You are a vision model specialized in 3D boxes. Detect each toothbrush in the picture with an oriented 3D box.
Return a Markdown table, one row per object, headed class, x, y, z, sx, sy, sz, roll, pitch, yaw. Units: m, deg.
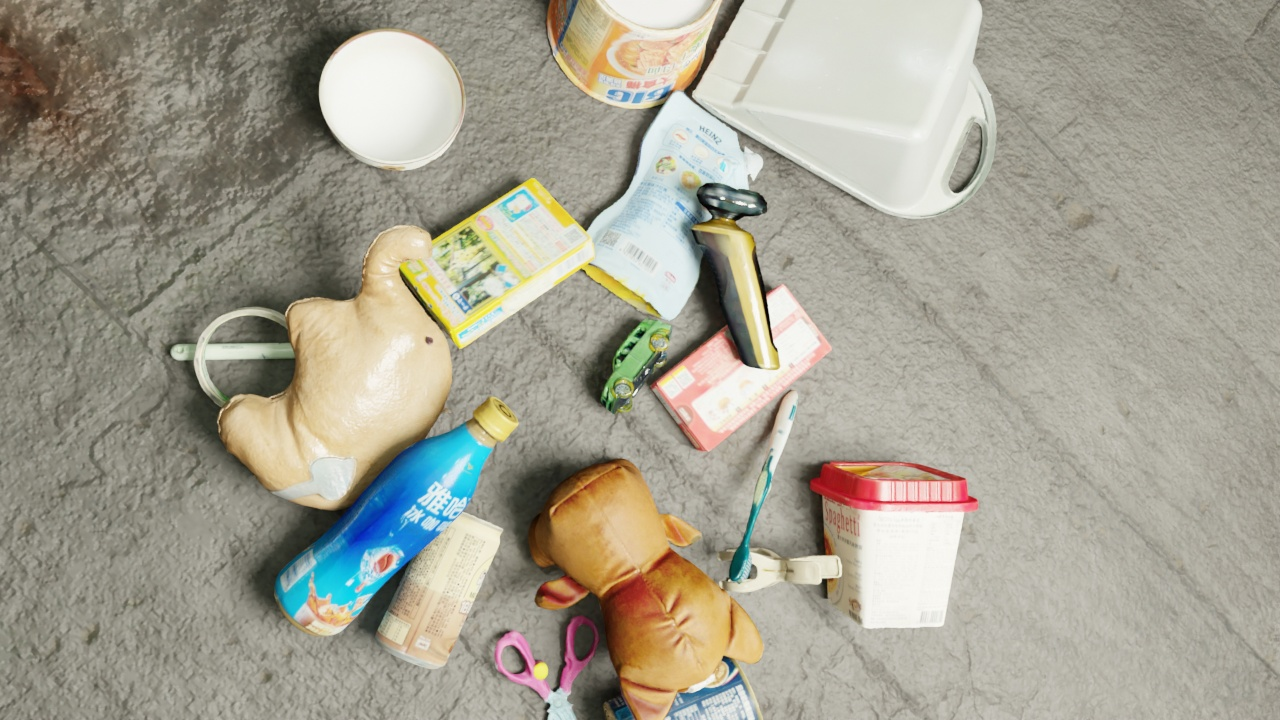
| class | x | y | z | sx | sy | sz | roll | pitch | yaw |
| --- | --- | --- | --- | --- | --- | --- | --- | --- | --- |
| toothbrush | -0.274 | -0.009 | 0.734 | 0.189 | 0.020 | 0.029 | -1 | 73 | -11 |
| toothbrush | 0.108 | 0.104 | 0.781 | 0.018 | 0.016 | 0.191 | 52 | 49 | -37 |

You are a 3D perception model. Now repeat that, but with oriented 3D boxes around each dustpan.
| class | x | y | z | sx | sy | sz | roll | pitch | yaw |
| --- | --- | --- | --- | --- | --- | --- | --- | --- | --- |
| dustpan | 0.216 | -0.255 | 0.876 | 0.258 | 0.143 | 0.222 | 22 | 72 | 18 |

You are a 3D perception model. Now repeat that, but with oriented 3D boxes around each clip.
| class | x | y | z | sx | sy | sz | roll | pitch | yaw |
| --- | --- | --- | --- | --- | --- | --- | --- | --- | --- |
| clip | 0.111 | 0.174 | 0.760 | 0.100 | 0.071 | 0.034 | -6 | 81 | 31 |

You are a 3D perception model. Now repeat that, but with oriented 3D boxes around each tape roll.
| class | x | y | z | sx | sy | sz | roll | pitch | yaw |
| --- | --- | --- | --- | --- | --- | --- | --- | --- | --- |
| tape roll | -0.300 | 0.001 | 0.714 | 0.085 | 0.014 | 0.086 | -2 | 104 | -9 |

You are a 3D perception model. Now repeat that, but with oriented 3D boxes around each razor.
| class | x | y | z | sx | sy | sz | roll | pitch | yaw |
| --- | --- | --- | --- | --- | --- | --- | --- | --- | --- |
| razor | 0.088 | -0.071 | 0.778 | 0.068 | 0.062 | 0.167 | -14 | 93 | 14 |

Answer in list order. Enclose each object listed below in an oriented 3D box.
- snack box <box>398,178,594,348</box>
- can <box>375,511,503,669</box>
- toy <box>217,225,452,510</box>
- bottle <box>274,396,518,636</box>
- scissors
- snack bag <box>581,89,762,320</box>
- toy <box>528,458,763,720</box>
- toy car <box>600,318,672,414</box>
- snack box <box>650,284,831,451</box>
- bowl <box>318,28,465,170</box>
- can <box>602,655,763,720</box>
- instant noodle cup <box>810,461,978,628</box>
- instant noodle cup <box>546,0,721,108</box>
| class | x | y | z | sx | sy | sz | roll | pitch | yaw |
| --- | --- | --- | --- | --- | --- | --- | --- | --- | --- |
| snack box | -0.118 | -0.083 | 0.757 | 0.140 | 0.034 | 0.087 | -35 | 65 | -17 |
| can | -0.155 | 0.174 | 0.713 | 0.058 | 0.059 | 0.116 | 25 | 77 | -8 |
| toy | -0.209 | 0.008 | 0.697 | 0.143 | 0.082 | 0.226 | 35 | 87 | -33 |
| bottle | -0.176 | 0.111 | 0.679 | 0.219 | 0.065 | 0.065 | -44 | 93 | 6 |
| scissors | -0.061 | 0.269 | 0.745 | 0.113 | 0.017 | 0.134 | -32 | 94 | -20 |
| snack bag | 0.029 | -0.138 | 0.813 | 0.110 | 0.039 | 0.190 | 31 | 74 | -1 |
| toy | -0.003 | 0.179 | 0.720 | 0.140 | 0.131 | 0.199 | -35 | 69 | -14 |
| toy car | -0.005 | 0.005 | 0.780 | 0.036 | 0.043 | 0.091 | 30 | 67 | 9 |
| snack box | 0.090 | 0.006 | 0.811 | 0.152 | 0.025 | 0.075 | -38 | 92 | -15 |
| bowl | -0.202 | -0.207 | 0.758 | 0.113 | 0.062 | 0.113 | 2 | 82 | -11 |
| can | 0.032 | 0.288 | 0.731 | 0.111 | 0.075 | 0.075 | -19 | 86 | -14 |
| instant noodle cup | 0.210 | 0.154 | 0.777 | 0.116 | 0.116 | 0.124 | 2 | 92 | -13 |
| instant noodle cup | 0.000 | -0.311 | 0.793 | 0.151 | 0.111 | 0.151 | 2 | 81 | -13 |
